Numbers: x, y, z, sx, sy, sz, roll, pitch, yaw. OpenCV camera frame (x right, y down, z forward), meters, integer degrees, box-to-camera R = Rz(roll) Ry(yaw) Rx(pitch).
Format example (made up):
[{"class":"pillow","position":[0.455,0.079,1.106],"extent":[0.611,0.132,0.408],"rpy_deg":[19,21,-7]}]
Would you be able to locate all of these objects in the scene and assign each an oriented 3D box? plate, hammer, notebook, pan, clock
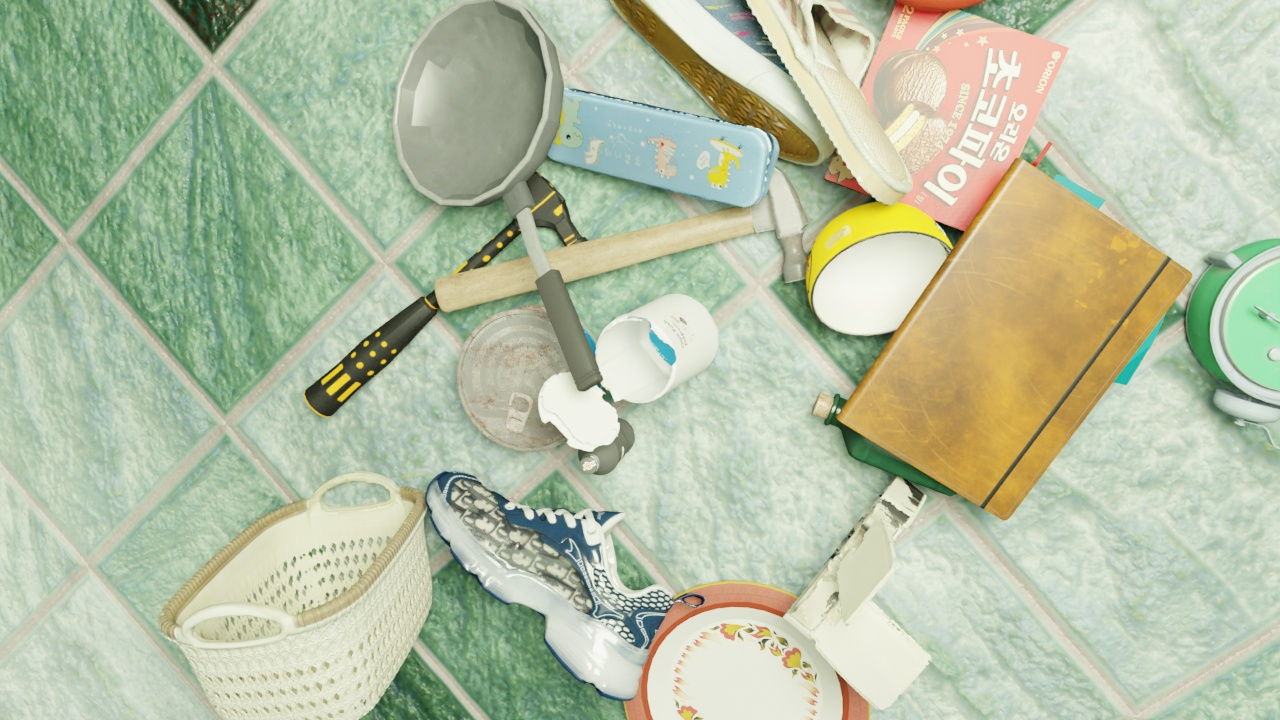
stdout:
[{"class":"plate","position":[0.097,0.313,0.860],"extent":[0.230,0.021,0.230],"rpy_deg":[2,100,12]},{"class":"hammer","position":[-0.197,-0.056,0.855],"extent":[0.321,0.036,0.123],"rpy_deg":[-38,89,13]},{"class":"notebook","position":[0.294,-0.013,0.701],"extent":[0.178,0.014,0.249],"rpy_deg":[31,101,-7]},{"class":"pan","position":[-0.102,-0.137,0.760],"extent":[0.179,0.041,0.357],"rpy_deg":[-32,72,27]},{"class":"clock","position":[0.491,-0.011,0.692],"extent":[0.122,0.075,0.161],"rpy_deg":[-11,98,14]},{"class":"hammer","position":[-0.021,-0.094,0.801],"extent":[0.331,0.030,0.119],"rpy_deg":[-13,95,10]}]

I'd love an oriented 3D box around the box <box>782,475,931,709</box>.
[{"class":"box","position":[0.188,0.185,0.737],"extent":[0.095,0.185,0.146],"rpy_deg":[31,111,-3]}]

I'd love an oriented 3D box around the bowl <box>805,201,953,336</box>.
[{"class":"bowl","position":[0.188,-0.082,0.739],"extent":[0.117,0.067,0.117],"rpy_deg":[-3,140,-3]}]

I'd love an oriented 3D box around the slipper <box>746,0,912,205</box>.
[{"class":"slipper","position":[0.138,-0.237,0.686],"extent":[0.052,0.114,0.263],"rpy_deg":[-33,75,31]}]

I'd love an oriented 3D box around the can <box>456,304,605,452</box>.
[{"class":"can","position":[-0.099,0.015,0.839],"extent":[0.130,0.044,0.130],"rpy_deg":[2,100,12]}]

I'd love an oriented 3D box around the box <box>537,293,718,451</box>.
[{"class":"box","position":[-0.006,0.007,0.763],"extent":[0.112,0.162,0.084],"rpy_deg":[-38,85,29]}]

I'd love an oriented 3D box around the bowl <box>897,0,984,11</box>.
[{"class":"bowl","position":[0.225,-0.302,0.695],"extent":[0.122,0.035,0.121],"rpy_deg":[-1,55,1]}]

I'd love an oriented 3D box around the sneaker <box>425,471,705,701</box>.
[{"class":"sneaker","position":[-0.074,0.177,0.846],"extent":[0.269,0.103,0.132],"rpy_deg":[40,85,11]}]

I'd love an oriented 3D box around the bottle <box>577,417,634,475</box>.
[{"class":"bottle","position":[-0.032,0.077,0.801],"extent":[0.036,0.109,0.036],"rpy_deg":[2,100,11]}]

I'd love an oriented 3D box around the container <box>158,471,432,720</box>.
[{"class":"container","position":[-0.287,0.213,0.820],"extent":[0.185,0.245,0.143],"rpy_deg":[-8,106,10]}]

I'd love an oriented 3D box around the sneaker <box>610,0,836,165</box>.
[{"class":"sneaker","position":[0.079,-0.256,0.746],"extent":[0.235,0.087,0.079],"rpy_deg":[43,83,6]}]

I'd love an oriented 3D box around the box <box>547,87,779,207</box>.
[{"class":"box","position":[0.007,-0.176,0.754],"extent":[0.210,0.049,0.066],"rpy_deg":[20,103,25]}]

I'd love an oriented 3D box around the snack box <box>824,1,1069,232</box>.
[{"class":"snack box","position":[0.240,-0.194,0.734],"extent":[0.133,0.035,0.152],"rpy_deg":[23,104,7]}]

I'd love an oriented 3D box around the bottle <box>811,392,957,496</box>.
[{"class":"bottle","position":[0.209,0.060,0.772],"extent":[0.131,0.061,0.061],"rpy_deg":[21,101,8]}]
